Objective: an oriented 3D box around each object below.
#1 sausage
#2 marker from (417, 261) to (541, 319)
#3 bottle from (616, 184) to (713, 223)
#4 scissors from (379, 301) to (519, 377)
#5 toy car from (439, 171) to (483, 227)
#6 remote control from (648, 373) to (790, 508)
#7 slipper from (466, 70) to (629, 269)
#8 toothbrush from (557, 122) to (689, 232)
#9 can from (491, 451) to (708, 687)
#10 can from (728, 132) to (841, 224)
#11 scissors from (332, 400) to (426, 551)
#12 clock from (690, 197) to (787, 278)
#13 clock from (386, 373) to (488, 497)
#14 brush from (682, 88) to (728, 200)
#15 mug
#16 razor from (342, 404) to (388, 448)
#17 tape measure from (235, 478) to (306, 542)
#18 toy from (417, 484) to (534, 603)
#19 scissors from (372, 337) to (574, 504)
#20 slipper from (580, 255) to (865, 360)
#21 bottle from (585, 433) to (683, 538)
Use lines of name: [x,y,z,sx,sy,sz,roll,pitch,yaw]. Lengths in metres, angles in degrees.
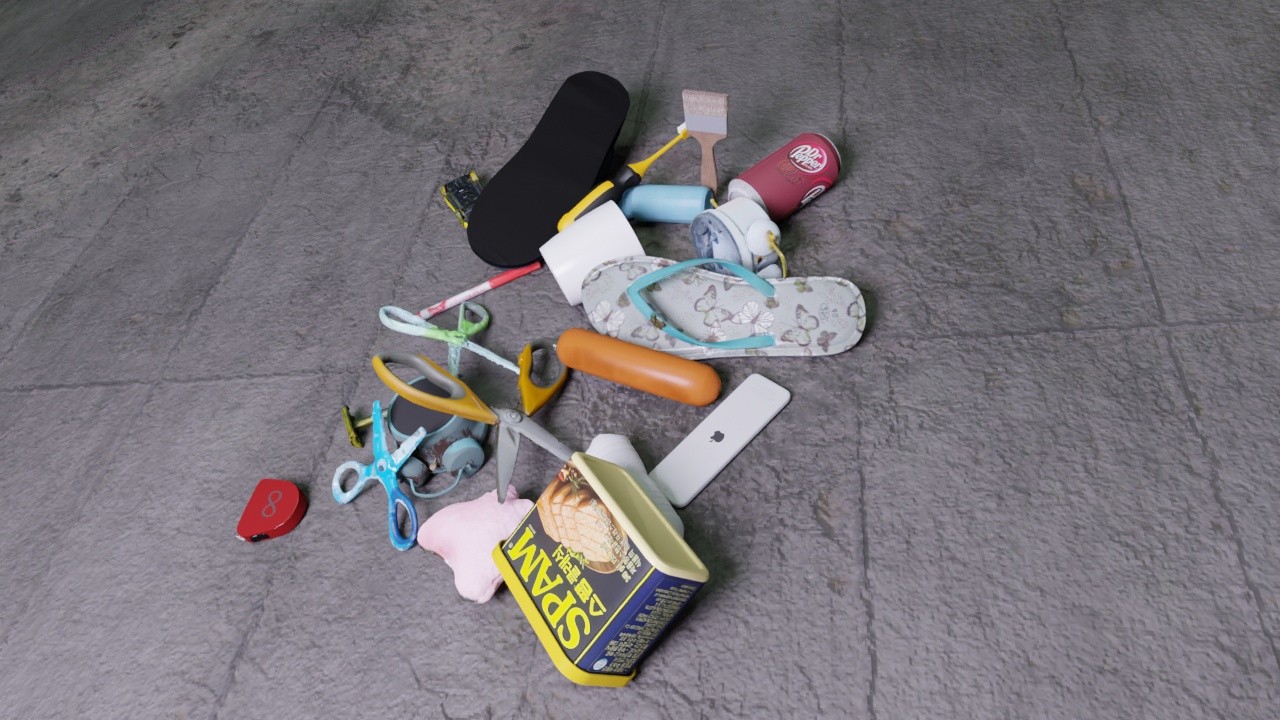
sausage: [-0.005,0.005,0.835,0.164,0.044,0.039,17,96,23]
marker: [-0.174,-0.077,0.988,0.142,0.013,0.012,-25,47,-7]
bottle: [0.012,-0.171,0.998,0.130,0.040,0.040,6,51,21]
scissors: [-0.185,-0.019,0.894,0.165,0.024,0.171,16,23,-13]
toy car: [-0.202,-0.188,1.084,0.049,0.030,0.107,-27,45,-10]
remote control: [0.068,0.067,0.788,0.146,0.008,0.045,-42,51,-21]
slipper: [-0.096,-0.201,1.037,0.109,0.084,0.265,26,70,6]
toothbrush: [-0.010,-0.197,0.979,0.196,0.031,0.031,-40,63,-11]
can: [-0.030,0.149,0.669,0.104,0.075,0.135,-52,48,11]
can: [0.150,-0.186,0.954,0.114,0.063,0.063,-36,49,-16]
scissors: [-0.223,0.106,0.803,0.134,0.011,0.140,-40,66,25]
clock: [0.100,-0.108,0.888,0.057,0.083,0.117,-30,46,-20]
clock: [-0.187,0.068,0.833,0.090,0.053,0.124,-14,49,5]
brush: [0.069,-0.217,0.952,0.045,0.143,0.008,12,54,15]
mug: [-0.051,-0.109,0.946,0.087,0.081,0.114,-30,16,-3]
razor: [-0.234,0.046,0.890,0.106,0.026,0.042,-23,44,-10]
tape measure: [-0.334,0.139,0.836,0.051,0.019,0.058,5,57,18]
toy: [-0.131,0.142,0.751,0.093,0.050,0.102,-43,48,-18]
scissors: [-0.128,0.036,0.809,0.229,0.016,0.224,21,36,-11]
slipper: [0.067,-0.043,0.838,0.269,0.054,0.098,7,87,15]
bottle: [-0.002,0.115,0.739,0.044,0.044,0.136,-28,48,-9]
